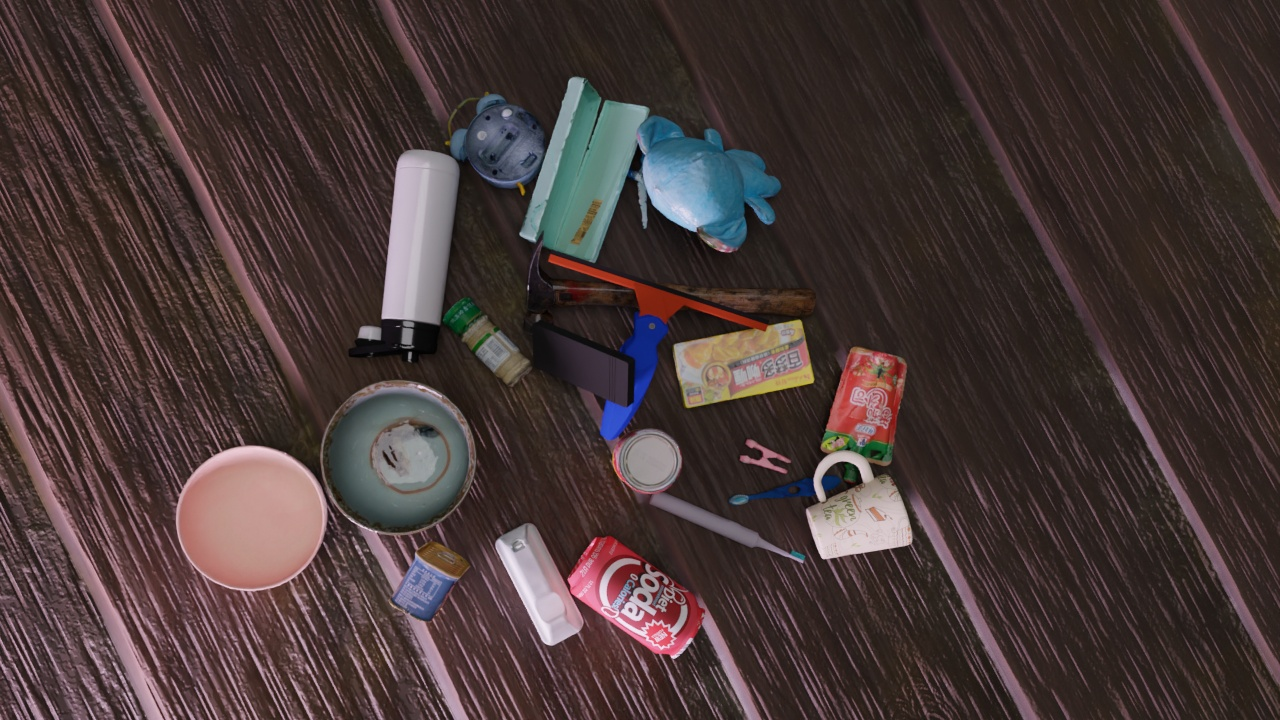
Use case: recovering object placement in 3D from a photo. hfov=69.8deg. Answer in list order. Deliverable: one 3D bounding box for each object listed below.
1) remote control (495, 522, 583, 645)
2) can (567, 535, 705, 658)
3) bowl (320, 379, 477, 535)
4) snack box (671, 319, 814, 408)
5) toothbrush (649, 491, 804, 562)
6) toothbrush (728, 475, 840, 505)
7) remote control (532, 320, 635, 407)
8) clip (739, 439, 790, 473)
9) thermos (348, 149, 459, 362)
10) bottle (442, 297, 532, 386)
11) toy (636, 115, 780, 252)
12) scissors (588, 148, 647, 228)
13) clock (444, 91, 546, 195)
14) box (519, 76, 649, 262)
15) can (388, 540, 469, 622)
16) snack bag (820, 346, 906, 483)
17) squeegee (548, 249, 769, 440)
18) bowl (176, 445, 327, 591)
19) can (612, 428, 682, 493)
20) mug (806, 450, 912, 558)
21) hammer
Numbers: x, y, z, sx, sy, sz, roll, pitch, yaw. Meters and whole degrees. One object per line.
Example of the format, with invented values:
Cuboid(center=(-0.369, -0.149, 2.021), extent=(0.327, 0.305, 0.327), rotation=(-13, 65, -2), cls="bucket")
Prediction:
Cuboid(center=(-0.112, 0.248, 1.018), extent=(0.050, 0.022, 0.133), rotation=(-27, 88, -6), cls="remote control")
Cuboid(center=(-0.005, 0.256, 0.999), extent=(0.142, 0.074, 0.074), rotation=(35, 84, 0), cls="can")
Cuboid(center=(-0.252, 0.102, 0.985), extent=(0.160, 0.094, 0.160), rotation=(0, 85, -4), cls="bowl")
Cuboid(center=(0.117, 0.004, 1.051), extent=(0.152, 0.025, 0.075), rotation=(-11, 87, -4), cls="snack box")
Cuboid(center=(0.099, 0.190, 1.039), extent=(0.188, 0.018, 0.019), rotation=(24, 86, -2), cls="toothbrush")
Cuboid(center=(0.166, 0.149, 1.048), extent=(0.132, 0.016, 0.021), rotation=(-11, 88, -4), cls="toothbrush")
Cuboid(center=(-0.063, 0.002, 0.987), extent=(0.133, 0.013, 0.058), rotation=(23, 127, 30), cls="remote control")
Cuboid(center=(0.143, 0.107, 1.049), extent=(0.060, 0.023, 0.043), rotation=(1, 87, 2), cls="clip")
Cuboid(center=(-0.262, -0.114, 1.018), extent=(0.101, 0.068, 0.230), rotation=(5, 86, 10), cls="thermos")
Cuboid(center=(-0.170, -0.020, 1.026), extent=(0.042, 0.043, 0.110), rotation=(-45, 91, -6), cls="bottle")
Cuboid(center=(0.077, -0.194, 1.024), extent=(0.180, 0.115, 0.183), rotation=(-15, 65, -45), cls="toy")
Cuboid(center=(-0.010, -0.214, 1.066), extent=(0.117, 0.014, 0.130), rotation=(-6, 93, -1), cls="scissors")
Cuboid(center=(-0.162, -0.248, 1.039), extent=(0.124, 0.052, 0.088), rotation=(37, 86, 0), cls="clock")
Cuboid(center=(-0.055, -0.206, 1.019), extent=(0.091, 0.077, 0.188), rotation=(19, 90, 12), cls="box")
Cuboid(center=(-0.223, 0.235, 0.975), extent=(0.054, 0.100, 0.059), rotation=(31, 87, 0), cls="can")
Cuboid(center=(0.257, 0.065, 1.054), extent=(0.087, 0.044, 0.155), rotation=(14, 91, -11), cls="snack bag")
Cuboid(center=(-0.006, 0.006, 1.006), extent=(0.249, 0.055, 0.185), rotation=(17, 111, -9), cls="squeegee")
Cuboid(center=(-0.403, 0.164, 0.980), extent=(0.153, 0.076, 0.153), rotation=(0, 86, -3), cls="bowl")
Cuboid(center=(0.006, 0.107, 0.986), extent=(0.066, 0.124, 0.066), rotation=(0, 85, -4), cls="can")
Cuboid(center=(0.234, 0.160, 1.021), extent=(0.097, 0.081, 0.122), rotation=(-17, 95, 2), cls="mug")
Cuboid(center=(0.037, -0.078, 1.028), extent=(0.330, 0.033, 0.120), rotation=(2, 125, -9), cls="hammer")
